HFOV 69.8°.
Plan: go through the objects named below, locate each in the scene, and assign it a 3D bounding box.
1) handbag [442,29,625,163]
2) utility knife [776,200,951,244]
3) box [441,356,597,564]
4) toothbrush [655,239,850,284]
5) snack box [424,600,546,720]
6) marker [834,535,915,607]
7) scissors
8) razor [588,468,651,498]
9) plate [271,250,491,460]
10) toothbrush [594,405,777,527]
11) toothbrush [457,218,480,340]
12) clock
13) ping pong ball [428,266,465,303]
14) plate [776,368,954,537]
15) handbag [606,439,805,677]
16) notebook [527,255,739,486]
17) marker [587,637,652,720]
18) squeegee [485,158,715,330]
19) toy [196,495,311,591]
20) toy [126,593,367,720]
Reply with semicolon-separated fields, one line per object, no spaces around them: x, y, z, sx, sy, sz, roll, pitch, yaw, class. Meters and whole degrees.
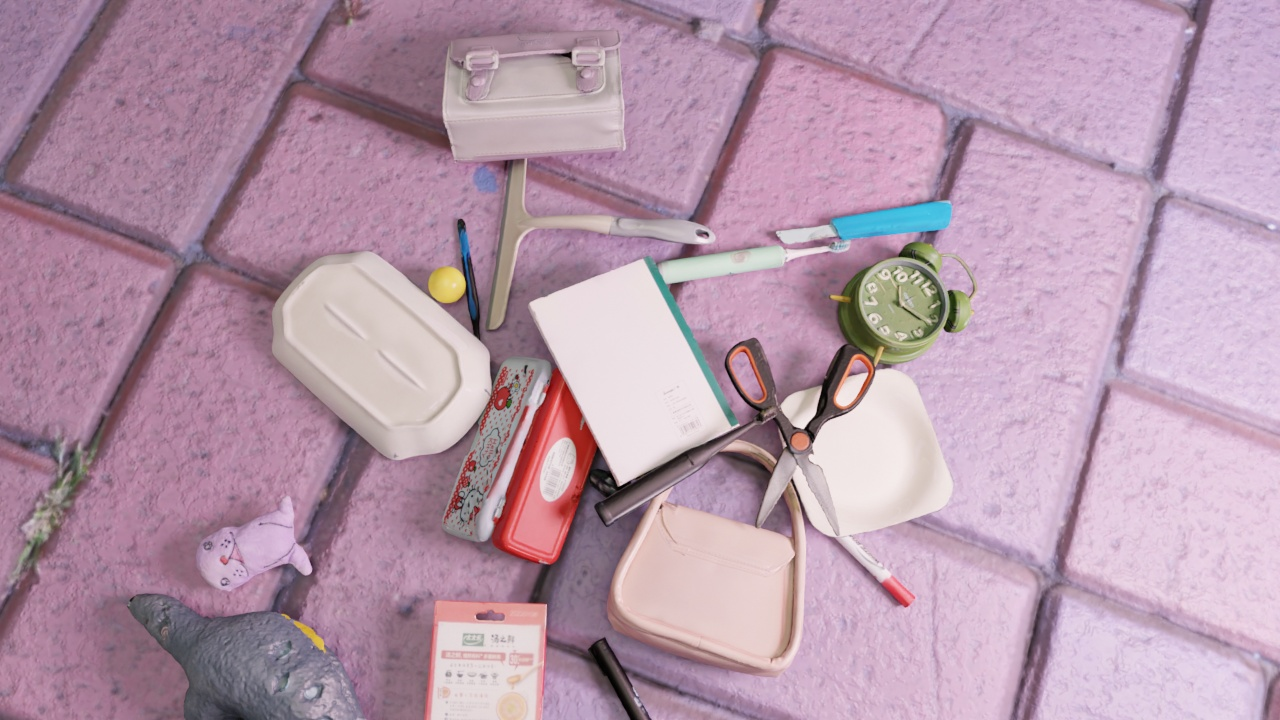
-0.117;-0.306;1.033;0.197;0.099;0.144;-4;56;-2;handbag
0.259;-0.156;1.056;0.209;0.018;0.034;-8;76;-6;utility knife
-0.121;0.102;0.967;0.112;0.100;0.201;28;72;-31;box
0.128;-0.114;1.036;0.224;0.027;0.026;-9;71;-5;toothbrush
-0.151;0.304;0.911;0.113;0.044;0.127;3;77;-1;snack box
0.230;0.202;0.966;0.017;0.017;0.145;-43;81;-12;marker
0.163;0.065;0.959;0.220;0.022;0.230;-42;74;-13;scissors
-0.014;0.073;0.976;0.068;0.062;0.167;-1;67;29;razor
-0.283;-0.013;0.982;0.266;0.034;0.162;40;81;11;plate
0.050;0.102;0.925;0.212;0.027;0.026;-30;67;-10;toothbrush
-0.188;-0.072;1.022;0.014;0.016;0.189;-13;74;4;toothbrush
0.297;-0.065;1.016;0.161;0.056;0.116;-28;80;-9;clock
-0.212;-0.083;1.007;0.040;0.040;0.040;1;76;-2;ping pong ball
0.235;0.099;0.981;0.163;0.034;0.164;-14;74;-6;plate
0.082;0.188;0.939;0.193;0.093;0.233;16;68;2;handbag
-0.006;0.006;0.956;0.150;0.012;0.209;-24;82;-21;notebook
-0.012;0.341;0.920;0.022;0.020;0.132;-33;79;7;marker
-0.041;-0.147;1.015;0.247;0.039;0.246;4;75;6;squeegee
-0.395;0.195;0.931;0.108;0.039;0.084;-20;86;-8;toy
-0.353;0.322;0.883;0.356;0.091;0.138;38;105;8;toy
